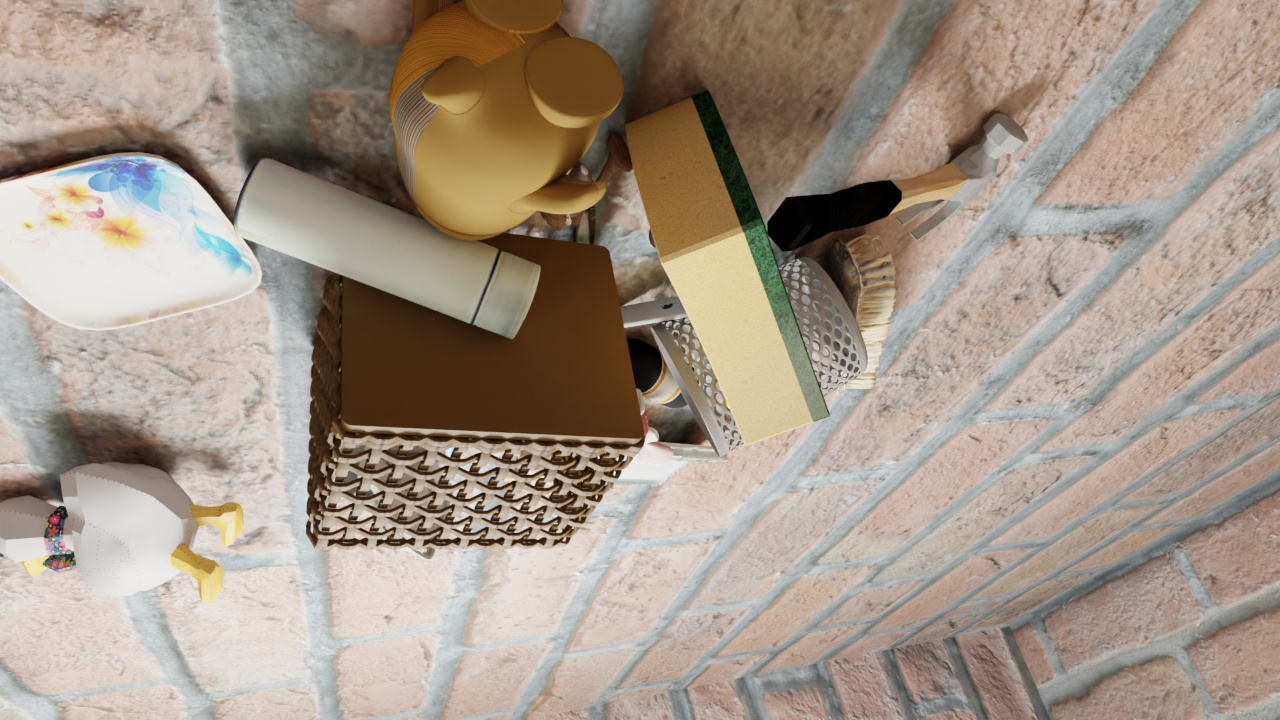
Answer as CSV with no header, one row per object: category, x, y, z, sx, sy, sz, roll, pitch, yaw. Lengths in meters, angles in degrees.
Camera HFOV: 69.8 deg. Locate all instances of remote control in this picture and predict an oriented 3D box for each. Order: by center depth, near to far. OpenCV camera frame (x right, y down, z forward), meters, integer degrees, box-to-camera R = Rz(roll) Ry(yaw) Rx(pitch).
remote control,0.031,-0.053,0.955,0.147,0.045,0.008,-8,118,23

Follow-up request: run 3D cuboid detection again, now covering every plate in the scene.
plate,-0.423,-0.094,0.742,0.187,0.016,0.187,-14,150,-2

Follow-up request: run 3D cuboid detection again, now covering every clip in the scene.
clip,-0.299,0.166,1.139,0.075,0.124,0.144,-35,118,28

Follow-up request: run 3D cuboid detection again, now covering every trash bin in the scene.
trash bin,0.128,-0.009,0.981,0.183,0.156,0.156,-28,149,-1

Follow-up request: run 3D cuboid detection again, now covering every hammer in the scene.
hammer,0.223,-0.144,0.807,0.327,0.039,0.131,-20,156,-43

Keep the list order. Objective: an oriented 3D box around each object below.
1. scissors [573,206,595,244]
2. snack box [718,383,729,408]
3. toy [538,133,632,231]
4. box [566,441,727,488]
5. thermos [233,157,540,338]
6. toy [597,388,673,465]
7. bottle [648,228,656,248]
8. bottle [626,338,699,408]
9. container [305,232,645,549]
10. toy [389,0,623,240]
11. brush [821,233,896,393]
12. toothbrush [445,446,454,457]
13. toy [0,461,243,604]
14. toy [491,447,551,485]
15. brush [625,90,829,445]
scissors,-0.067,-0.083,0.924,0.146,0.015,0.188,-24,147,16
snack box,0.137,0.007,1.118,0.083,0.061,0.106,-13,150,-2
toy,-0.053,-0.150,0.795,0.054,0.041,0.102,-5,154,-34
box,-0.003,0.141,1.300,0.209,0.061,0.193,7,161,-32
thermos,-0.195,-0.086,0.726,0.230,0.067,0.068,21,139,-12
toy,-0.030,0.080,1.085,0.159,0.084,0.194,21,163,1
bottle,0.056,-0.111,0.908,0.040,0.040,0.130,-35,144,30
bottle,-0.006,0.006,1.054,0.059,0.059,0.181,-32,146,26
container,-0.163,0.029,0.847,0.251,0.219,0.215,5,144,-23
toy,-0.103,-0.164,0.657,0.162,0.198,0.204,-32,174,-29
brush,0.246,-0.046,1.059,0.056,0.083,0.272,-15,149,-1
toothbrush,-0.240,0.107,1.157,0.022,0.016,0.155,-44,162,-29
toy,-0.594,0.186,1.021,0.267,0.140,0.247,13,142,-11
toy,-0.143,0.113,1.175,0.085,0.074,0.106,18,134,-25
brush,0.073,-0.075,0.768,0.075,0.194,0.250,-21,132,8
